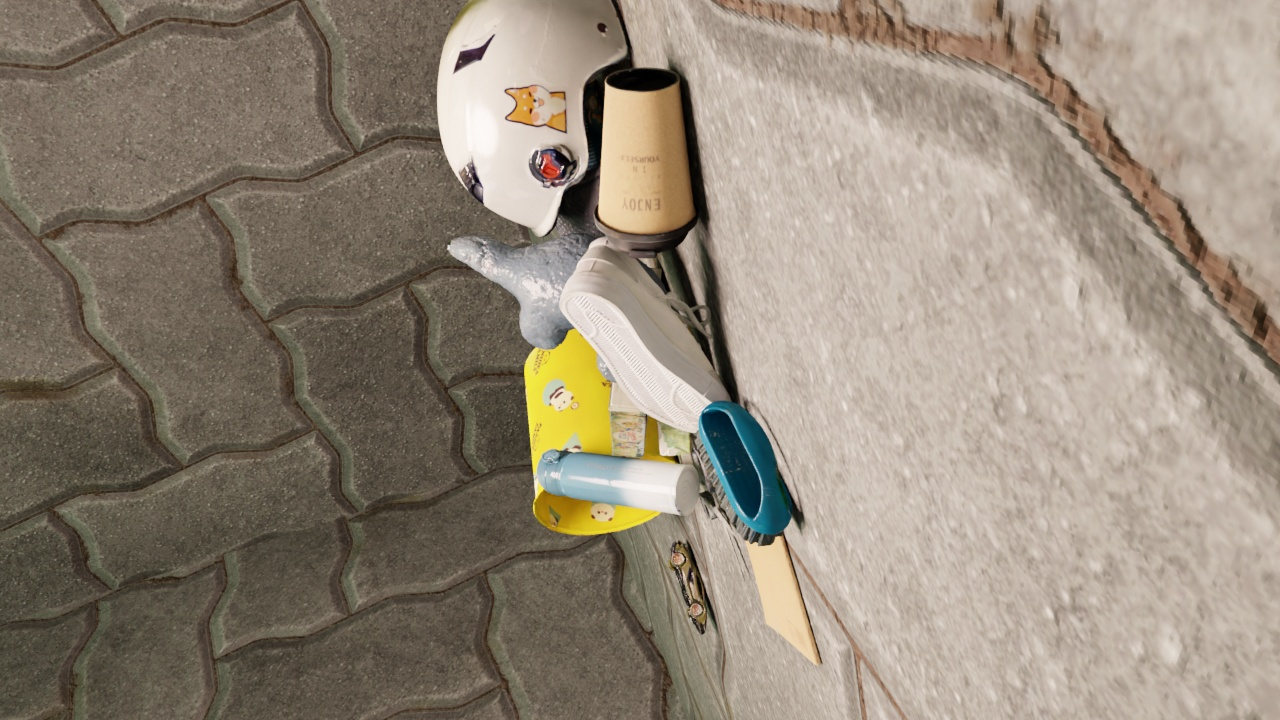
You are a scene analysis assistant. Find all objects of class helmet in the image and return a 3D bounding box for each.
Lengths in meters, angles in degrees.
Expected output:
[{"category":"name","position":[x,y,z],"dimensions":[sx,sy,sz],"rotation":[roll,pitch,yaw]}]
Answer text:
[{"category":"helmet","position":[-0.133,-0.277,0.954],"dimensions":[0.275,0.156,0.229],"rotation":[-66,25,24]}]

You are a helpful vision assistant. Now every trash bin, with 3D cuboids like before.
[{"category":"trash bin","position":[-0.071,0.102,1.418],"dimensions":[0.230,0.229,0.255],"rotation":[84,172,-55]}]

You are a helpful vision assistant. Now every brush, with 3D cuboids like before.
[{"category":"brush","position":[0.093,0.090,0.815],"dimensions":[0.074,0.055,0.143],"rotation":[104,152,-46]}]

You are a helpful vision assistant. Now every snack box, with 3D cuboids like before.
[{"category":"snack box","position":[-0.007,0.006,1.109],"dimensions":[0.183,0.046,0.177],"rotation":[93,-177,-69]}]

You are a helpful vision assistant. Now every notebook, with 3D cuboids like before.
[{"category":"notebook","position":[0.127,0.190,0.937],"dimensions":[0.149,0.012,0.211],"rotation":[179,74,-81]}]

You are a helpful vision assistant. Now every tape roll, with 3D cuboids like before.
[{"category":"tape roll","position":[0.060,0.130,1.229],"dimensions":[0.086,0.014,0.086],"rotation":[161,96,-89]}]

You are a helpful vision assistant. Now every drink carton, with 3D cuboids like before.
[{"category":"drink carton","position":[0.042,0.062,1.123],"dimensions":[0.123,0.045,0.053],"rotation":[84,-177,-51]}]

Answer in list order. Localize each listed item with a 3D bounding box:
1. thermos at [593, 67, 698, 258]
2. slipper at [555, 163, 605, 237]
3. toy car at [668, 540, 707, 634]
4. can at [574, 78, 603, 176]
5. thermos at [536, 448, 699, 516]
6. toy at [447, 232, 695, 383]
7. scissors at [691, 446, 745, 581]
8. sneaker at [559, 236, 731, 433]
[{"category":"thermos","position":[0.004,-0.168,0.778],"dimensions":[0.093,0.093,0.143],"rotation":[-117,20,-51]},{"category":"slipper","position":[-0.018,-0.166,0.999],"dimensions":[0.110,0.083,0.269],"rotation":[64,156,-8]},{"category":"toy car","position":[0.083,0.379,1.535],"dimensions":[0.070,0.042,0.158],"rotation":[100,153,-73]},{"category":"can","position":[-0.081,-0.286,1.133],"dimensions":[0.075,0.075,0.111],"rotation":[-124,19,-65]},{"category":"thermos","position":[-0.034,0.154,1.182],"dimensions":[0.070,0.221,0.070],"rotation":[-11,-78,-58]},{"category":"toy","position":[-0.046,-0.056,0.961],"dimensions":[0.138,0.356,0.091],"rotation":[-61,-6,36]},{"category":"scissors","position":[0.096,0.189,1.136],"dimensions":[0.159,0.014,0.181],"rotation":[96,157,-73]},{"category":"sneaker","position":[0.016,-0.022,0.876],"dimensions":[0.242,0.090,0.090],"rotation":[48,-133,-37]}]
